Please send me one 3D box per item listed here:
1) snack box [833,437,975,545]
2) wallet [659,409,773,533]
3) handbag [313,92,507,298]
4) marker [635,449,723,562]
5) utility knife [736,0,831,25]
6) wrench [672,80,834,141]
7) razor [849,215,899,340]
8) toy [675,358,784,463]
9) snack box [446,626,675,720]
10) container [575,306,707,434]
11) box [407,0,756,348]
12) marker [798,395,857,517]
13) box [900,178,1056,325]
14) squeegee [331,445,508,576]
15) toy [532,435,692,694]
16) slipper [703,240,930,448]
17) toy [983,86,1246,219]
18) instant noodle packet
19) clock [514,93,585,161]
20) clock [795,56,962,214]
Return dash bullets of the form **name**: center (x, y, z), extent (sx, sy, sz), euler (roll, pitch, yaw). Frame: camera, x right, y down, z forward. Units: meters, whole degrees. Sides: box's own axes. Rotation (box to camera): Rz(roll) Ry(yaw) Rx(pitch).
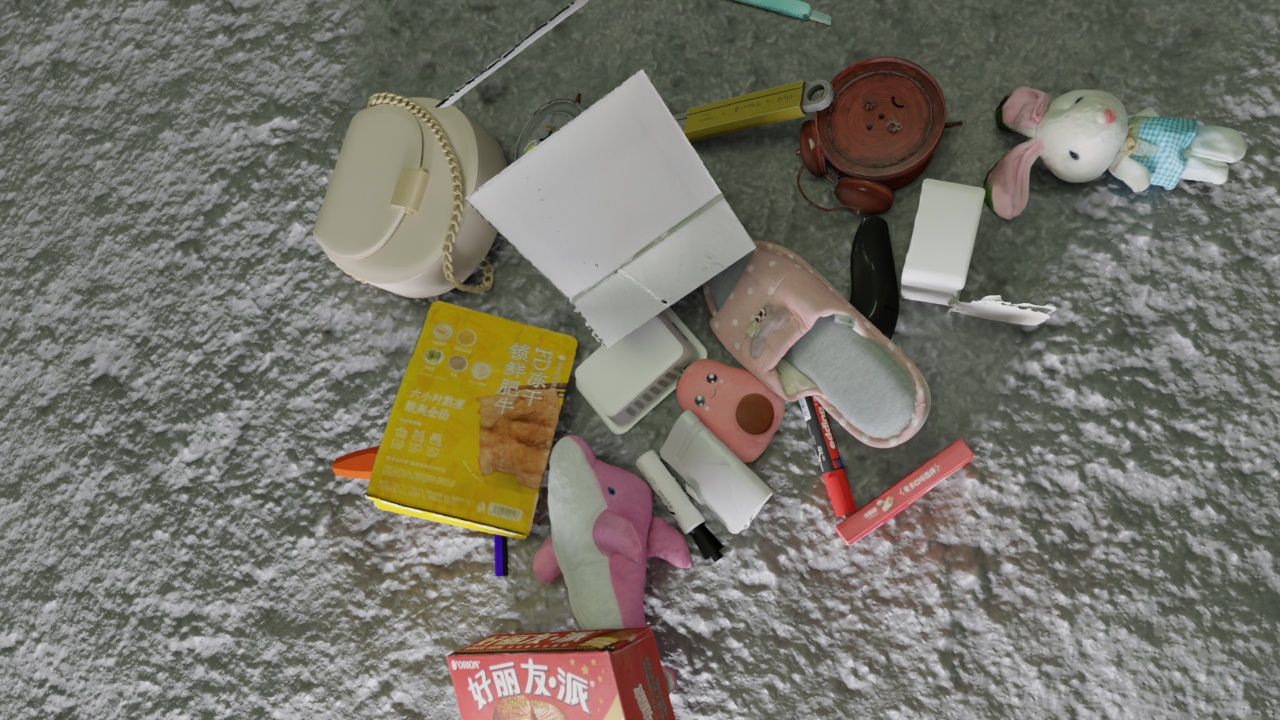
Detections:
- **snack box**: center (0.235, 0.118, 0.817), extent (0.133, 0.089, 0.021), euler (-38, 72, 8)
- **wallet**: center (0.067, 0.108, 0.874), extent (0.032, 0.086, 0.116), euler (-32, 66, -31)
- **handbag**: center (-0.248, -0.178, 1.016), extent (0.209, 0.103, 0.210), euler (16, 86, 26)
- **marker**: center (0.040, 0.144, 0.906), extent (0.025, 0.025, 0.126), euler (-39, 73, 7)
- **utility knife**: center (0.141, -0.377, 0.965), extent (0.129, 0.015, 0.022), euler (24, 93, 17)
- **wrench**: center (0.065, -0.237, 0.925), extent (0.274, 0.018, 0.083), euler (-3, 71, 34)
- **razor**: center (0.214, -0.068, 0.878), extent (0.064, 0.053, 0.140), euler (-5, 73, 42)
- **toy**: center (0.083, 0.044, 0.895), extent (0.110, 0.051, 0.090), euler (31, 93, 19)
- **snack box**: center (-0.075, 0.310, 0.835), extent (0.237, 0.060, 0.113), euler (-18, 85, 42)
- **container**: center (-0.005, 0.005, 0.929), extent (0.129, 0.049, 0.080), euler (-42, 72, 7)
- **box**: center (-0.017, -0.123, 0.784), extent (0.167, 0.368, 0.150), euler (-34, 71, 8)
- **marker**: center (0.174, 0.076, 0.877), extent (0.021, 0.023, 0.145), euler (-20, 76, 20)
- **box**: center (0.307, -0.083, 0.819), extent (0.137, 0.108, 0.124), euler (11, 85, 19)
- **squeegee**: center (-0.239, 0.108, 0.979), extent (0.185, 0.055, 0.249), euler (-5, 80, 8)
- **toy**: center (-0.015, 0.196, 0.883), extent (0.187, 0.127, 0.265), euler (-30, 70, 55)
- **slipper**: center (0.149, -0.022, 0.847), extent (0.274, 0.054, 0.114), euler (43, 114, 35)
- **toy**: center (0.415, -0.187, 0.806), extent (0.206, 0.105, 0.131), euler (11, 87, 20)
- **instant noodle packet**: center (-0.165, 0.058, 0.935), extent (0.163, 0.084, 0.221), euler (14, 71, -3)
- **clock**: center (-0.078, -0.210, 0.970), extent (0.104, 0.056, 0.147), euler (-36, 63, 24)
- **clock**: center (0.219, -0.211, 0.884), extent (0.158, 0.072, 0.120), euler (-42, 72, 6)
